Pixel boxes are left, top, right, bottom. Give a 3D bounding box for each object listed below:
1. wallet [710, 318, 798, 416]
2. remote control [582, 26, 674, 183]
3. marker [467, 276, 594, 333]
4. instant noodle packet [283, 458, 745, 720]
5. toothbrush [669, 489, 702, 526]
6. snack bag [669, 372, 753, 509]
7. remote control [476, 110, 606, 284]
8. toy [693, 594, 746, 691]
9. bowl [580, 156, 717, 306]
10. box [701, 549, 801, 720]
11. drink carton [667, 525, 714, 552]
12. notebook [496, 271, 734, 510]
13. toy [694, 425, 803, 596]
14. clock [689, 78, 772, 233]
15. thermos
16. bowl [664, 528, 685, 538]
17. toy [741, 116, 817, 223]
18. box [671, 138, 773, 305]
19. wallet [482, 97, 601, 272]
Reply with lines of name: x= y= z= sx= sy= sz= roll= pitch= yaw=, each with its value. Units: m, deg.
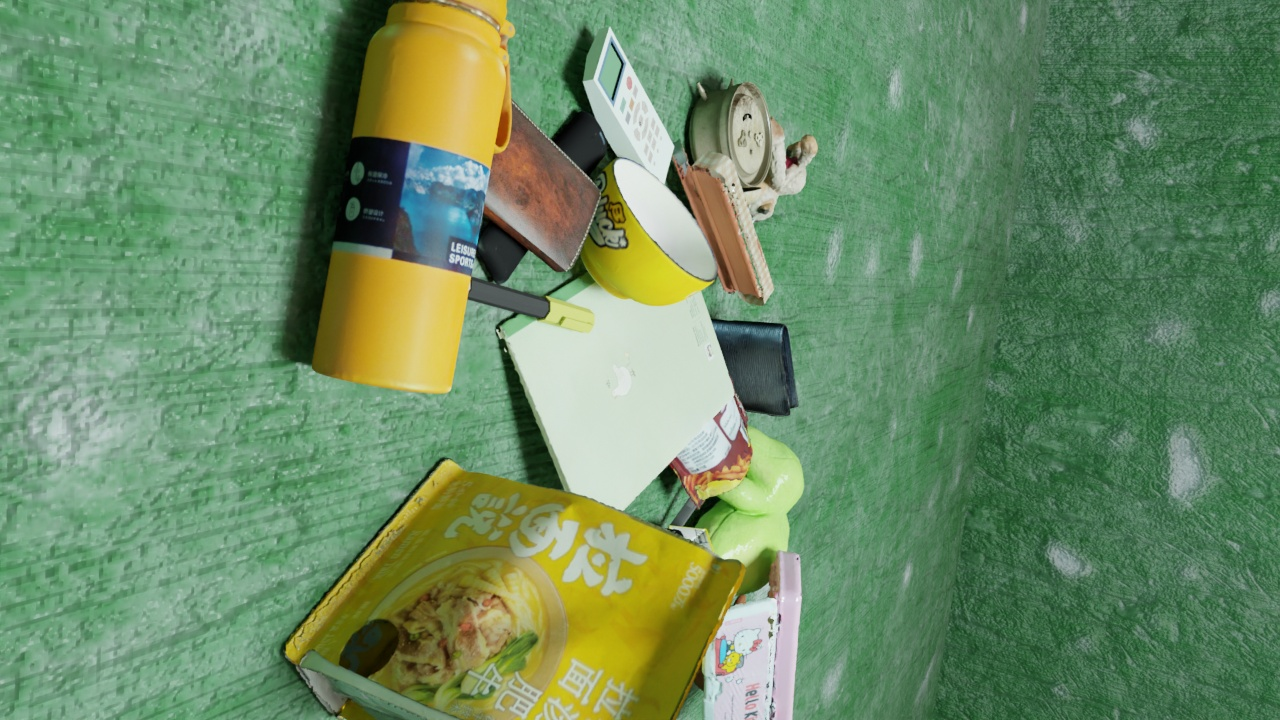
wallet: x=0.108 y=0.009 z=0.926 sx=0.026 sy=0.089 sz=0.115 roll=-57 pitch=143 yaw=-43
remote control: x=-0.011 y=-0.187 z=0.713 sx=0.143 sy=0.024 sz=0.049 roll=50 pitch=48 yaw=-55
marker: x=-0.077 y=-0.038 z=0.640 sx=0.123 sy=0.021 sz=0.017 roll=14 pitch=116 yaw=-52
instant noodle packet: x=-0.067 y=0.154 z=0.536 sx=0.162 sy=0.222 sz=0.084 roll=-53 pitch=138 yaw=-39
toothbrush: x=0.047 y=0.149 z=0.916 sx=0.167 sy=0.013 sz=0.013 roll=-51 pitch=158 yaw=-23
snack bag: x=0.048 y=0.034 z=0.858 sx=0.138 sy=0.067 sz=0.208 roll=-59 pitch=140 yaw=-31
remote control: x=-0.066 y=-0.117 z=0.649 sx=0.151 sy=0.020 sz=0.041 roll=-58 pitch=143 yaw=-30
toy: x=0.095 y=0.313 z=1.030 sx=0.127 sy=0.065 sz=0.095 roll=-28 pitch=139 yaw=-55
bowl: x=-0.004 y=-0.088 z=0.700 sx=0.117 sy=0.068 sz=0.117 roll=40 pitch=28 yaw=-26
box: x=0.127 y=0.304 z=0.936 sx=0.146 sy=0.077 sz=0.202 roll=-35 pitch=134 yaw=-42
drink carton: x=0.038 y=0.231 z=0.878 sx=0.058 sy=0.043 sz=0.135 roll=-108 pitch=-153 yaw=-66
notebook: x=-0.004 y=0.004 z=0.757 sx=0.251 sy=0.010 sz=0.182 roll=-40 pitch=116 yaw=-48
toy: x=0.117 y=0.170 z=0.989 sx=0.150 sy=0.107 sz=0.196 roll=33 pitch=62 yaw=-61
clock: x=0.082 y=-0.188 z=0.851 sx=0.092 sy=0.055 sz=0.141 roll=-30 pitch=117 yaw=-54
thermos: x=-0.121 y=-0.102 z=0.509 sx=0.091 sy=0.076 sz=0.232 roll=-10 pitch=110 yaw=-87
bowl: x=-0.003 y=0.206 z=0.804 sx=0.120 sy=0.066 sz=0.120 roll=-174 pitch=-89 yaw=-80
toy: x=0.128 y=-0.191 z=0.930 sx=0.085 sy=0.074 sz=0.106 roll=-114 pitch=-137 yaw=-64
box: x=0.072 y=-0.121 z=0.840 sx=0.041 sy=0.083 sz=0.187 roll=-53 pitch=144 yaw=-21
wallet: x=-0.078 y=-0.118 z=0.603 sx=0.123 sy=0.019 sz=0.072 roll=39 pitch=65 yaw=-44
